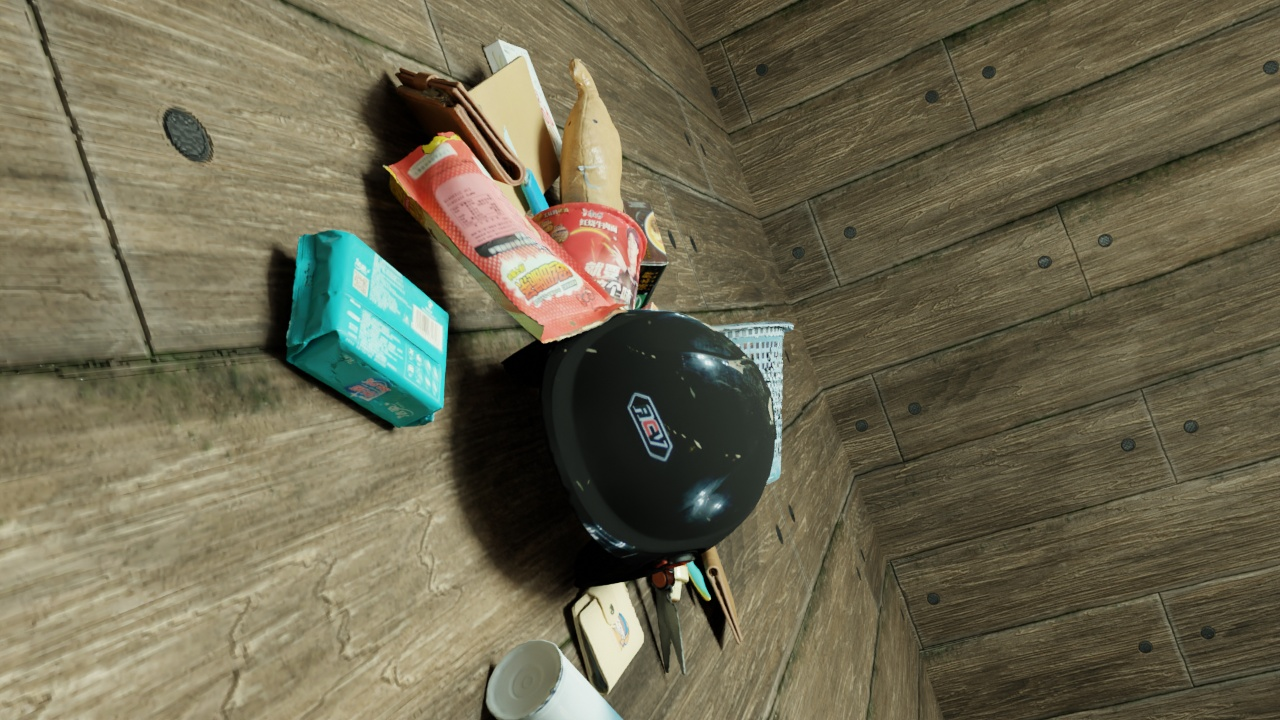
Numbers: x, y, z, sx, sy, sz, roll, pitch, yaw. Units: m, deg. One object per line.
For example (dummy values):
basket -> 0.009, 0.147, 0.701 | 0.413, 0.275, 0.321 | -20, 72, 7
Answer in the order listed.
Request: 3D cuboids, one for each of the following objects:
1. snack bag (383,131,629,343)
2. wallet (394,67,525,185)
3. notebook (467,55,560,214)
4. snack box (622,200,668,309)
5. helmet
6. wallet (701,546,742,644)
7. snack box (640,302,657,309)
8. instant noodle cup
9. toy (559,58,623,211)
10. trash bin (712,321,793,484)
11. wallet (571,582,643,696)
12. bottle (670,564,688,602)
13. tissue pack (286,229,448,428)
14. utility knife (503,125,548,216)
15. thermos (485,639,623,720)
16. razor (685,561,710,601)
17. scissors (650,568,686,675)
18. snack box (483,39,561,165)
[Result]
snack bag -> -0.113, -0.098, 0.759 | 0.208, 0.073, 0.128 | 46, 29, 16
wallet -> -0.167, -0.212, 0.830 | 0.132, 0.031, 0.108 | 28, -20, 48
notebook -> -0.142, -0.239, 1.010 | 0.207, 0.008, 0.148 | -67, 144, -56
snack box -> -0.013, -0.121, 1.180 | 0.113, 0.053, 0.125 | 118, -37, -53
helmet -> 0.007, 0.066, 0.820 | 0.274, 0.230, 0.233 | 18, 51, -82
wallet -> 0.104, 0.291, 1.178 | 0.101, 0.020, 0.115 | -97, 165, -75
snack box -> -0.006, 0.006, 1.007 | 0.077, 0.093, 0.094 | 51, 22, -20
instant noodle cup -> -0.060, -0.081, 0.961 | 0.138, 0.138, 0.108 | 48, 34, -50
toy -> -0.061, -0.241, 1.102 | 0.143, 0.082, 0.226 | -100, -170, -66
trash bin -> 0.088, 0.062, 1.148 | 0.226, 0.227, 0.195 | 3, 80, -71
wallet -> -0.030, 0.246, 0.856 | 0.087, 0.024, 0.115 | 68, 19, 0
bottle -> 0.030, 0.197, 1.035 | 0.066, 0.067, 0.149 | 41, 40, -57
tissue pack -> -0.188, -0.020, 0.634 | 0.133, 0.050, 0.093 | 47, 30, -50
utility knife -> -0.114, -0.172, 1.023 | 0.034, 0.018, 0.203 | -85, 161, -44
thermos -> -0.035, 0.303, 0.708 | 0.220, 0.070, 0.070 | 58, 21, -33
razor -> 0.059, 0.231, 1.128 | 0.043, 0.028, 0.132 | 98, -24, -78
scissors -> 0.013, 0.216, 0.979 | 0.021, 0.161, 0.234 | -3, 109, -52
snack box -> -0.141, -0.317, 1.146 | 0.157, 0.027, 0.084 | 68, 19, -3
